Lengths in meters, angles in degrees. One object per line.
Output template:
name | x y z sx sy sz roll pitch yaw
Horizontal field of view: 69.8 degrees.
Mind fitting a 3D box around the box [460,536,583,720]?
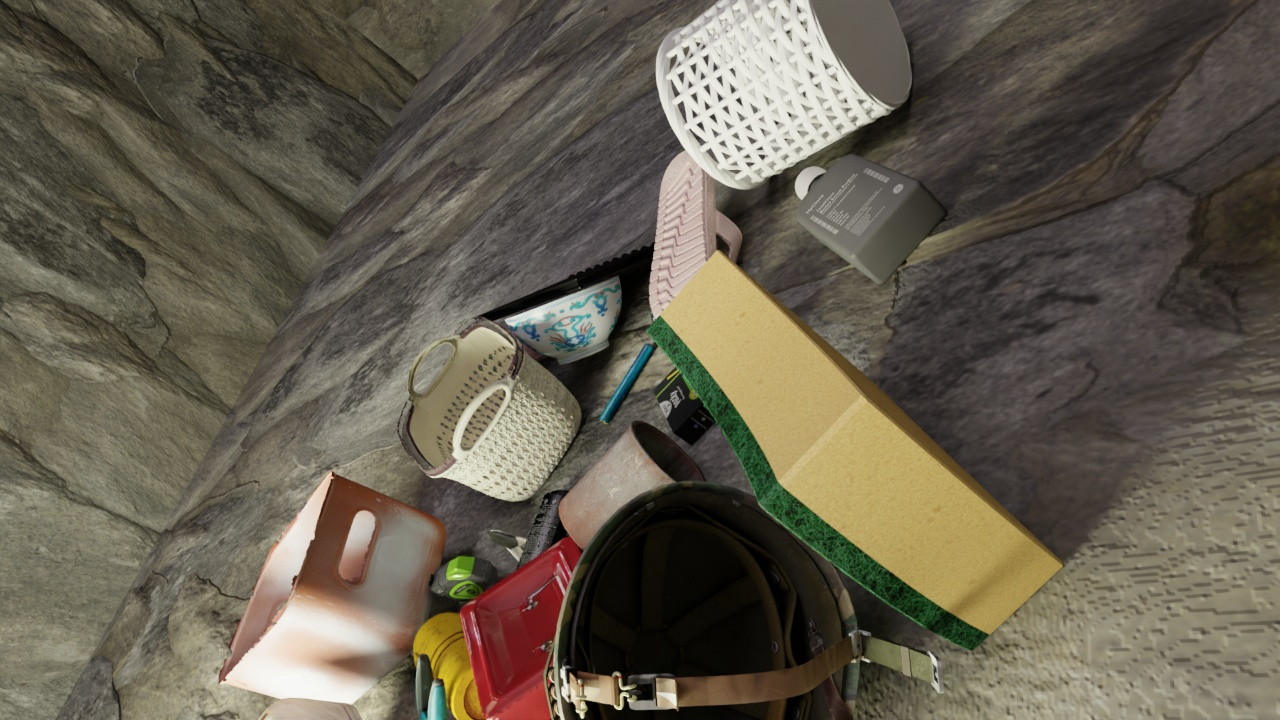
box | -0.060 0.246 0.769 0.135 0.117 0.157 -37 26 -1

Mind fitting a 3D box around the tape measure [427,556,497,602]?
tape measure | -0.185 0.234 0.989 0.066 0.058 0.035 -36 32 34

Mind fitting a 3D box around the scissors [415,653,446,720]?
scissors | -0.194 0.338 0.845 0.131 0.019 0.150 -49 56 51

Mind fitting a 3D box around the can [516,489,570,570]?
can | -0.090 0.195 0.894 0.054 0.054 0.137 -17 46 48

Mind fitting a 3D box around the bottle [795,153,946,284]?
bottle | 0.194 -0.141 0.842 0.084 0.046 0.173 -49 29 9

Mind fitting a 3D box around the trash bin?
trash bin | -0.348 0.274 1.055 0.261 0.157 0.181 -46 28 38

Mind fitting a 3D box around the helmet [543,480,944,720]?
helmet | 0.040 0.188 0.555 0.237 0.192 0.224 116 149 -59

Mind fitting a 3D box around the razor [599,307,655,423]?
razor | -0.006 0.006 1.012 0.143 0.022 0.042 -63 -10 -8

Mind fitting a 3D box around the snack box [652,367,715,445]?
snack box | 0.079 0.003 0.879 0.148 0.025 0.080 -47 29 13

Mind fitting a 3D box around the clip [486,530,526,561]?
clip | -0.118 0.191 0.946 0.054 0.101 0.040 30 82 17

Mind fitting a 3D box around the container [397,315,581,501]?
container | -0.181 0.060 1.085 0.184 0.143 0.252 -55 28 -4

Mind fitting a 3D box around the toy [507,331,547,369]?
toy | -0.149 -0.023 1.219 0.096 0.052 0.099 -42 35 7

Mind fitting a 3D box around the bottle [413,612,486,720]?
bottle | -0.178 0.295 0.900 0.164 0.071 0.071 11 68 59

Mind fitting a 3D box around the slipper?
slipper | 0.063 -0.123 1.002 0.094 0.064 0.238 -29 50 44

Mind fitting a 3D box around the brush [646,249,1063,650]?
brush | 0.124 0.048 0.585 0.075 0.195 0.250 -48 29 10

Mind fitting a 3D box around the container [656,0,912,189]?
container | 0.146 -0.299 0.939 0.187 0.189 0.188 -23 41 42

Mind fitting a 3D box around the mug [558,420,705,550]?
mug | -0.005 0.128 0.801 0.110 0.096 0.122 -52 22 16

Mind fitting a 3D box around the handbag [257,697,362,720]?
handbag | -0.293 0.406 0.881 0.096 0.142 0.199 -58 29 -11

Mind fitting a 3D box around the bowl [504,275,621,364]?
bowl | -0.080 -0.041 1.089 0.144 0.074 0.144 -21 6 2

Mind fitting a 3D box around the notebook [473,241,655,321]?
notebook | -0.082 -0.097 1.140 0.168 0.019 0.232 -28 9 -39
